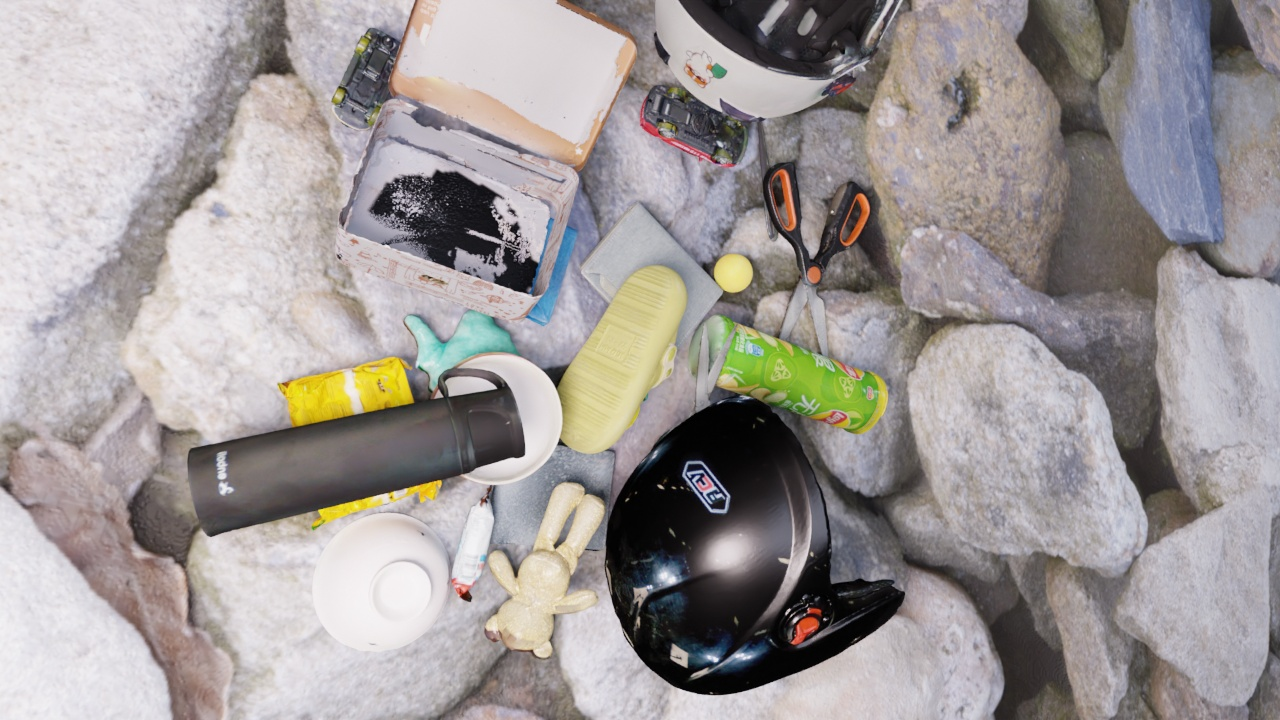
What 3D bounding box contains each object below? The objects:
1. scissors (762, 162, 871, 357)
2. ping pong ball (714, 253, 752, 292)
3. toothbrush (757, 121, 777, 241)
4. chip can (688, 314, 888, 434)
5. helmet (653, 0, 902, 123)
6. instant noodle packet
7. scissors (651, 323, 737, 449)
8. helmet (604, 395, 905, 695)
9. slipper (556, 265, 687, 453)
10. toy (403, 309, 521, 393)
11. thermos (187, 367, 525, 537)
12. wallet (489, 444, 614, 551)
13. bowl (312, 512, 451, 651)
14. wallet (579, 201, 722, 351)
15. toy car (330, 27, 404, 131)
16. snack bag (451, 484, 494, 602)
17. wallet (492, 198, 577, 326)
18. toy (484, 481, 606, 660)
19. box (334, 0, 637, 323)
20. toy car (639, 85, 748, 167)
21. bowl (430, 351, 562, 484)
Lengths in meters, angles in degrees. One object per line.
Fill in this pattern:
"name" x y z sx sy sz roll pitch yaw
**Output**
"scissors" 0.185 -0.118 1.016 0.220 0.022 0.225 -47 112 -21
"ping pong ball" 0.097 -0.091 0.958 0.040 0.040 0.040 2 85 -28
"toothbrush" 0.137 -0.220 1.004 0.015 0.018 0.181 -6 90 -35
"chip can" 0.154 0.016 0.961 0.221 0.073 0.072 18 78 -25
"helmet" 0.116 -0.335 0.914 0.230 0.157 0.273 39 59 1
"instant noodle packet" -0.234 0.068 0.771 0.110 0.044 0.128 -15 89 -21
"scissors" 0.060 0.047 0.900 0.163 0.014 0.166 -43 129 0
"helmet" 0.080 0.166 0.811 0.230 0.233 0.275 -24 138 -12
"slipper" -0.005 0.005 0.861 0.081 0.092 0.190 26 93 -45
"toy" -0.164 -0.013 0.822 0.091 0.030 0.096 -43 103 -26
"thermos" -0.218 0.066 0.721 0.242 0.069 0.090 -13 58 -17
"wallet" -0.082 0.127 0.861 0.120 0.019 0.097 10 83 -28
"bowl" -0.207 0.188 0.764 0.118 0.065 0.118 3 84 -27
"wallet" 0.011 -0.078 0.915 0.129 0.037 0.106 45 67 -17
"toy car" -0.237 -0.241 0.798 0.042 0.035 0.090 25 76 -22
"snack bag" -0.146 0.160 0.806 0.026 0.045 0.105 14 86 -3
"wallet" -0.130 -0.101 0.843 0.133 0.040 0.106 24 71 -23
"toy" -0.082 0.186 0.824 0.105 0.066 0.157 24 83 2
"box" -0.131 -0.177 0.764 0.179 0.130 0.272 20 97 -16
"toy car" 0.054 -0.239 0.944 0.120 0.045 0.053 21 78 -19
"bowl" -0.127 0.052 0.803 0.113 0.062 0.113 1 83 -9
